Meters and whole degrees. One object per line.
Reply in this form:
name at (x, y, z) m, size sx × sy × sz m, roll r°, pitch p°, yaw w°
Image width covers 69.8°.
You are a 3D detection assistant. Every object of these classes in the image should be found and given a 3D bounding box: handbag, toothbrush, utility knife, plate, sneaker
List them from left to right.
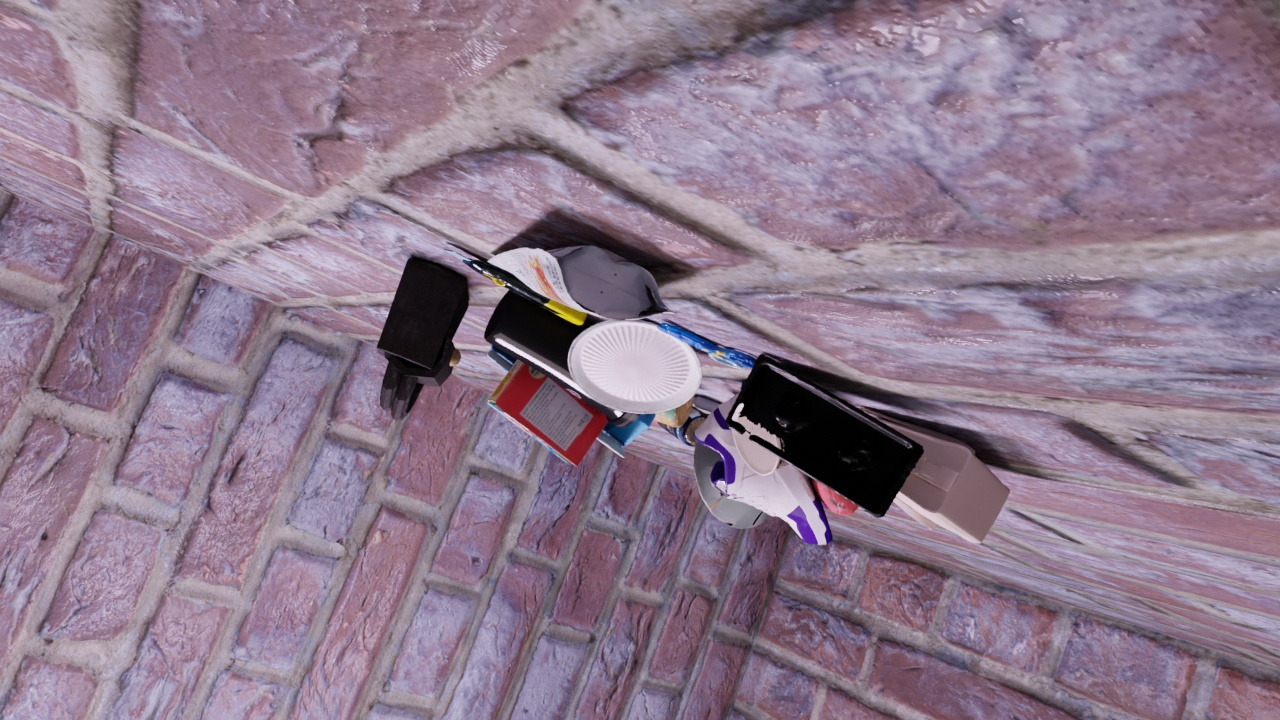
handbag at (-0.291, -0.014, 1.222) m, size 0.102 × 0.199 × 0.197 m, roll 22°, pitch 172°, yaw -7°
utility knife at (-0.141, -0.085, 1.043) m, size 0.187 × 0.020 × 0.029 m, roll 27°, pitch 167°, yaw -29°
plate at (-0.006, 0.006, 1.061) m, size 0.157 × 0.014 × 0.157 m, roll 6°, pitch 137°, yaw 5°
toothbrush at (0.118, 0.073, 1.396) m, size 0.188 × 0.018 × 0.019 m, roll 19°, pitch 180°, yaw 11°
sneaker at (0.154, 0.156, 1.174) m, size 0.244 × 0.111 × 0.091 m, roll 58°, pitch -167°, yaw -17°
handbag at (0.303, 0.119, 1.065) m, size 0.198 × 0.101 × 0.194 m, roll 29°, pitch 178°, yaw 40°

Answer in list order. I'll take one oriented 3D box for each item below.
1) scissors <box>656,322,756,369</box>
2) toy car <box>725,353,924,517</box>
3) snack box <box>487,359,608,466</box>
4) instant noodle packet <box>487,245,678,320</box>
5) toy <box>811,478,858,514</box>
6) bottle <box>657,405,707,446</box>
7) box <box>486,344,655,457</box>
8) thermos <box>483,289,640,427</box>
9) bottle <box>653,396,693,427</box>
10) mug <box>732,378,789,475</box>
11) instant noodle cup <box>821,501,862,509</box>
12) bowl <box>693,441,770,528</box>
scissors at (0.074, -0.015, 0.993) m, size 0.130 × 0.022 × 0.070 m, roll 29°, pitch 170°, yaw -27°
toy car at (0.196, 0.072, 0.970) m, size 0.192 × 0.094 × 0.071 m, roll 30°, pitch -160°, yaw 15°
snack box at (-0.102, 0.041, 1.207) m, size 0.145 × 0.142 × 0.040 m, roll 40°, pitch 165°, yaw -21°
instant noodle packet at (-0.063, -0.068, 0.870) m, size 0.147 × 0.057 × 0.269 m, roll 25°, pitch 175°, yaw -16°
toy at (0.249, 0.135, 1.166) m, size 0.062 × 0.132 × 0.092 m, roll -19°, pitch 121°, yaw 22°
bottle at (0.057, 0.088, 1.449) m, size 0.056 × 0.056 × 0.161 m, roll 26°, pitch -177°, yaw -30°
box at (-0.108, 0.046, 1.284) m, size 0.243 × 0.085 × 0.092 m, roll 37°, pitch 145°, yaw -6°
thermos at (-0.082, -0.006, 1.141) m, size 0.218 × 0.105 × 0.106 m, roll 29°, pitch 169°, yaw -19°
bottle at (-0.028, 0.037, 1.346) m, size 0.210 × 0.068 × 0.068 m, roll 17°, pitch 171°, yaw 21°
mug at (0.163, 0.066, 1.063) m, size 0.089 × 0.112 × 0.086 m, roll -17°, pitch 171°, yaw -26°
instant noodle cup at (0.278, 0.163, 1.273) m, size 0.122 × 0.137 × 0.121 m, roll 5°, pitch -150°, yaw 27°
bowl at (0.157, 0.141, 1.254) m, size 0.174 × 0.174 × 0.068 m, roll 26°, pitch 157°, yaw -31°
